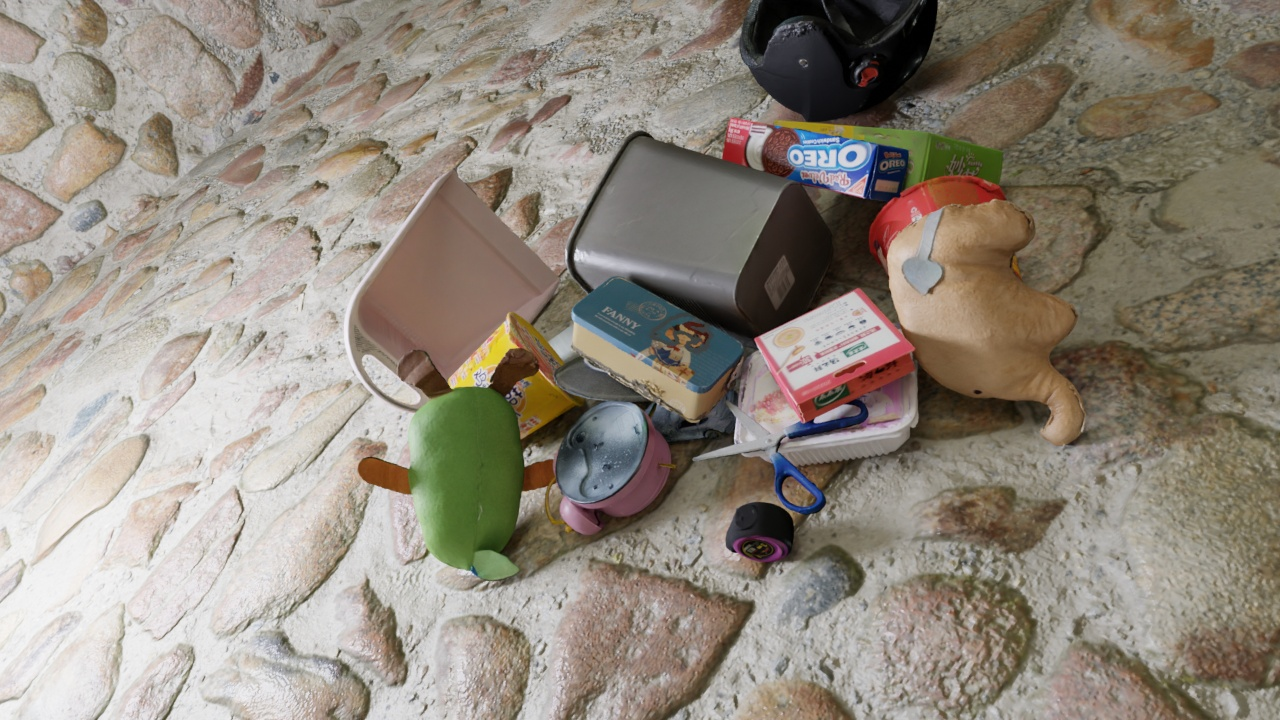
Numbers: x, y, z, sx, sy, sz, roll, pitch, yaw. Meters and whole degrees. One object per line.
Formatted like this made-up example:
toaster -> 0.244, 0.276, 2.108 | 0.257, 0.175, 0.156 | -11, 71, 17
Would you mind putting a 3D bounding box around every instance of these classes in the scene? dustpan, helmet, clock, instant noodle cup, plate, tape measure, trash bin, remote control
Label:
dustpan -> -0.245, -0.069, 1.184 | 0.273, 0.222, 0.139 | -47, 26, 3
helmet -> 0.267, -0.438, 1.201 | 0.275, 0.230, 0.233 | -7, 60, 30
clock -> -0.040, 0.114, 0.950 | 0.159, 0.060, 0.117 | -33, 44, 16
instant noodle cup -> 0.301, -0.093, 0.897 | 0.138, 0.138, 0.108 | -18, 50, 18
instant noodle cup -> 0.184, 0.042, 0.886 | 0.174, 0.060, 0.137 | -10, 44, 24
plate -> -0.006, 0.006, 1.009 | 0.179, 0.024, 0.179 | 0, 17, 0
tape measure -> 0.109, 0.152, 0.823 | 0.058, 0.057, 0.039 | 12, 50, 3
trash bin -> 0.073, -0.121, 1.027 | 0.220, 0.199, 0.198 | 21, 78, 37
remote control -> -0.114, 0.000, 1.167 | 0.136, 0.020, 0.056 | -36, 38, -3
instant noodle cup -> -0.150, 0.029, 1.077 | 0.110, 0.138, 0.138 | -38, 38, 6

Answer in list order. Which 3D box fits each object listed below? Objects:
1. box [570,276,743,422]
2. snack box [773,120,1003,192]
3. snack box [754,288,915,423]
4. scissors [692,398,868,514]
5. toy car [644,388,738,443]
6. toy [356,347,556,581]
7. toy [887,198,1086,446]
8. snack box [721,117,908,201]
box -> 0.010, -0.016, 0.938 | 0.184, 0.059, 0.089 | 30, 48, 17
snack box -> 0.269, -0.218, 1.026 | 0.210, 0.157, 0.070 | 20, 106, 46
snack box -> 0.179, 0.000, 0.837 | 0.113, 0.044, 0.127 | -25, 31, 3
scissors -> 0.129, 0.076, 0.833 | 0.162, 0.012, 0.175 | -31, 39, 7
toy car -> 0.051, 0.059, 0.981 | 0.121, 0.037, 0.054 | -13, 44, 29
toy -> -0.185, 0.109, 0.978 | 0.090, 0.226, 0.246 | 166, 105, -68
toy -> 0.297, -0.027, 0.790 | 0.144, 0.226, 0.082 | -19, 13, 47
snack box -> 0.179, -0.212, 0.965 | 0.208, 0.058, 0.057 | 27, 111, 45
